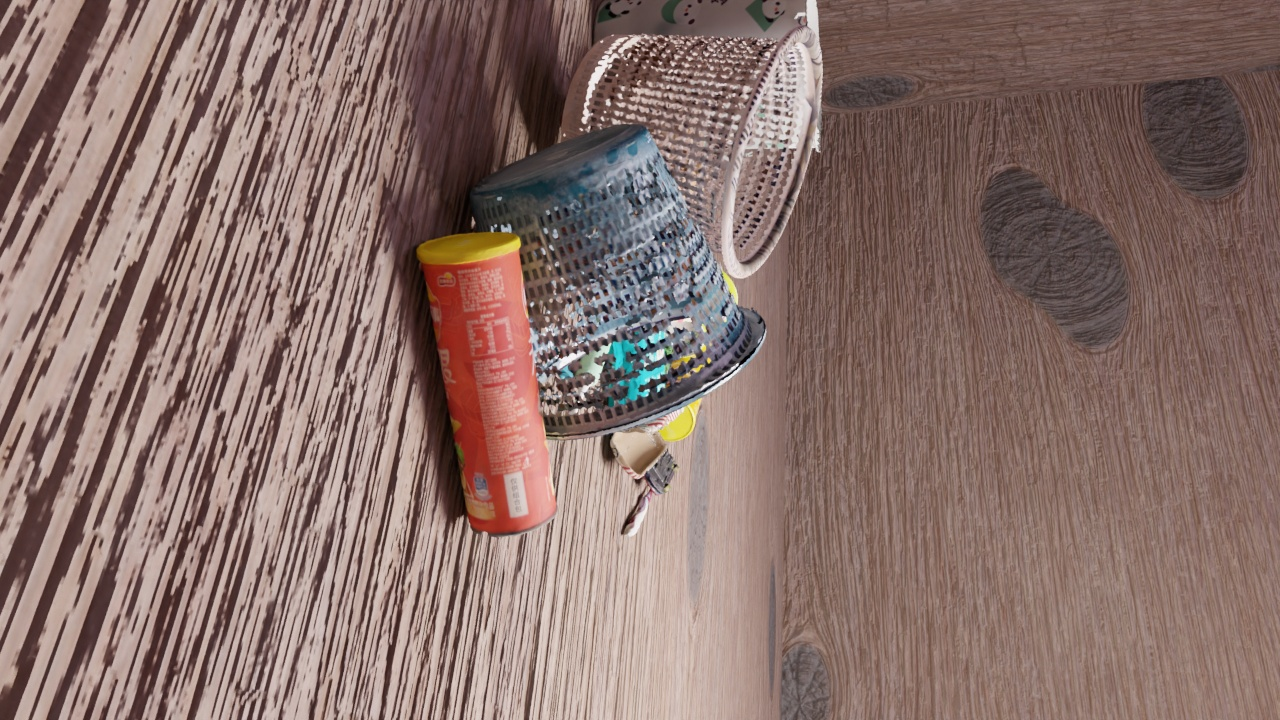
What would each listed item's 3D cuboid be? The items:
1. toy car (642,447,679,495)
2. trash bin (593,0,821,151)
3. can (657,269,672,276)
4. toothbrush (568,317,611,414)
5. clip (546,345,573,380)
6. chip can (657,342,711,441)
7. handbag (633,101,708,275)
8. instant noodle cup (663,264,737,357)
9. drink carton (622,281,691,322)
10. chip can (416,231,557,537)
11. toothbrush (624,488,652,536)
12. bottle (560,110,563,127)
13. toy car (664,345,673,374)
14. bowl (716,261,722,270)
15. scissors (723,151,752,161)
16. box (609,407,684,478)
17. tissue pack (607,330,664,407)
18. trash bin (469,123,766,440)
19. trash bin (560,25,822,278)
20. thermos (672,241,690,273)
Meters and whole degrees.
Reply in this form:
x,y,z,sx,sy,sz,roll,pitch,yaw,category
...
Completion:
x,y,z,sx,sy,sz,roll,pitch,yaw,category
0.022,0.145,1.222,0.049,0.031,0.106,56,19,-9,toy car
0.088,-0.360,1.119,0.229,0.252,0.229,-2,89,-76,trash bin
0.014,-0.158,1.202,0.053,0.053,0.132,9,79,-75,can
-0.051,0.000,0.984,0.223,0.026,0.027,-74,178,-51,toothbrush
-0.078,0.002,0.904,0.056,0.014,0.039,62,30,-61,clip
0.060,0.033,1.318,0.212,0.072,0.072,-63,148,-61,chip can
0.021,-0.195,1.058,0.205,0.100,0.147,105,2,-57,handbag
0.072,-0.068,1.334,0.123,0.112,0.112,-57,143,-53,instant noodle cup
0.015,-0.072,1.130,0.122,0.046,0.053,-6,100,-48,drink carton
-0.107,0.018,0.667,0.073,0.073,0.217,-54,139,-67,chip can
0.004,0.182,1.197,0.187,0.016,0.017,-52,130,-68,toothbrush
-0.042,-0.262,0.991,0.174,0.057,0.057,-52,138,-67,bottle
0.020,0.001,1.224,0.091,0.043,0.036,-68,151,-59,toy car
0.099,-0.121,1.450,0.116,0.066,0.116,-4,83,-89,bowl
0.056,-0.237,1.146,0.108,0.174,0.012,108,-15,-63,scissors
0.008,0.095,1.115,0.162,0.076,0.088,-38,128,-74,box
-0.007,0.006,1.107,0.133,0.050,0.093,-26,115,-74,tissue pack
-0.035,-0.075,0.744,0.226,0.227,0.195,-63,135,-62,trash bin
0.042,-0.211,0.858,0.226,0.192,0.228,-52,153,-41,trash bin
0.034,-0.226,1.296,0.090,0.068,0.242,180,-90,-73,thermos
